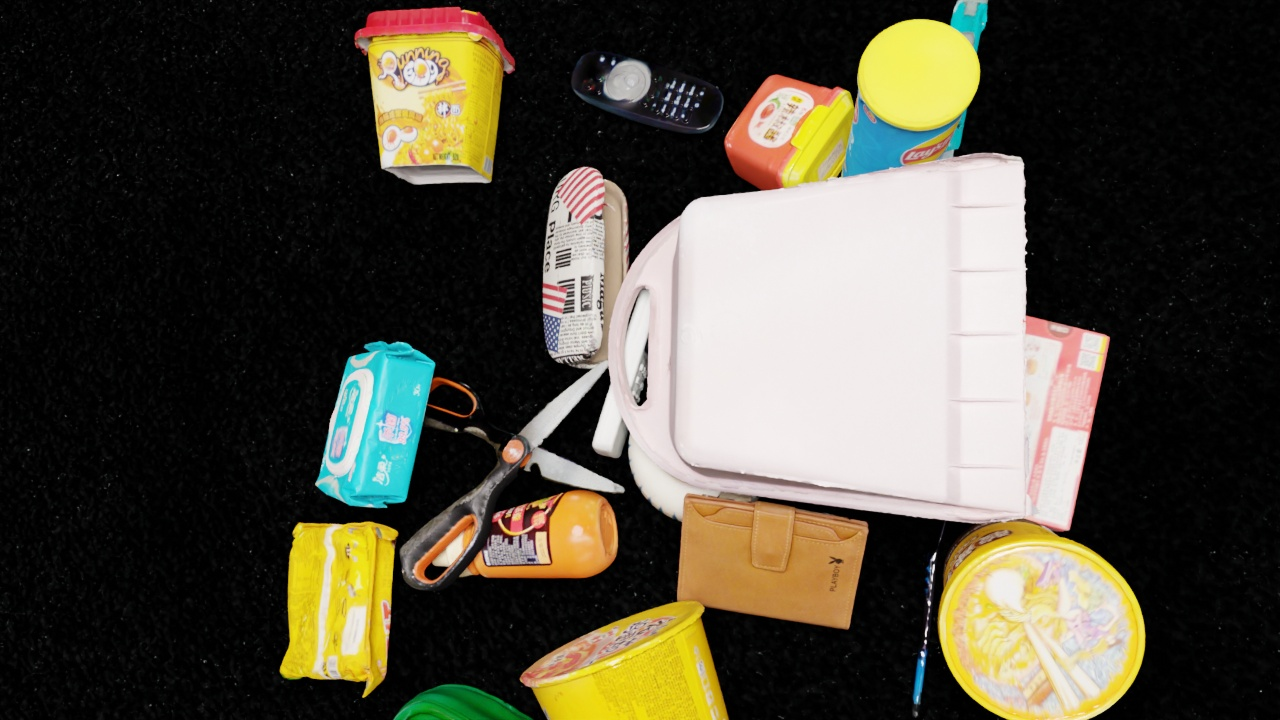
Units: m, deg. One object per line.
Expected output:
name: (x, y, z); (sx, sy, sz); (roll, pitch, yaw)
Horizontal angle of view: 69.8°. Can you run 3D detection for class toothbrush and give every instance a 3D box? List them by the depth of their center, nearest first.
toothbrush: (0.214, 0.169, 0.685); (0.016, 0.014, 0.189); (9, 81, 11)

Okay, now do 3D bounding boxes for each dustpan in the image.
dustpan: (0.108, -0.016, 0.617); (0.273, 0.139, 0.222); (4, 85, 5)

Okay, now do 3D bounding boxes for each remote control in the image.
remote control: (-0.004, 0.004, 0.727); (0.021, 0.058, 0.150); (17, 82, 8)
remote control: (0.006, -0.229, 0.791); (0.136, 0.024, 0.053); (21, 84, 13)

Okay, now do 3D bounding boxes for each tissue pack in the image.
tissue pack: (-0.211, 0.049, 0.729); (0.050, 0.093, 0.133); (17, 77, -34)

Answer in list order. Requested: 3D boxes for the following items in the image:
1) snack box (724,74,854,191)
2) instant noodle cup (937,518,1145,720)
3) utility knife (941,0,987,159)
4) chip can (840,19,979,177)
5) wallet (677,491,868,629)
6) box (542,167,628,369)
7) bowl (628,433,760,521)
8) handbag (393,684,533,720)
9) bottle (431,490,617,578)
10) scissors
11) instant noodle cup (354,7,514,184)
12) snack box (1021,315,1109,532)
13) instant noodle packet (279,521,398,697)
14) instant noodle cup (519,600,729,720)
snack box: (0.121, -0.176, 0.739); (0.080, 0.082, 0.091); (32, 83, 26)
instant noodle cup: (0.258, 0.163, 0.617); (0.118, 0.114, 0.118); (1, 95, 13)
utility knife: (0.264, -0.235, 0.760); (0.029, 0.013, 0.166); (11, 80, 12)
chip can: (0.181, -0.153, 0.654); (0.071, 0.210, 0.071); (-2, 78, 7)
wallet: (0.094, 0.146, 0.672); (0.132, 0.031, 0.108); (8, 122, 9)
box: (-0.052, -0.077, 0.739); (0.075, 0.082, 0.163); (-1, 81, 15)
bowl: (0.045, 0.066, 0.703); (0.116, 0.066, 0.116); (-2, 79, 8)
handbag: (-0.135, 0.314, 0.683); (0.131, 0.068, 0.120); (26, 90, 11)
bottle: (-0.095, 0.141, 0.714); (0.150, 0.066, 0.066); (-11, 77, 14)
scissors: (-0.114, 0.078, 0.706); (0.234, 0.021, 0.220); (24, 79, 34)
instant noodle cup: (-0.171, -0.218, 0.776); (0.116, 0.116, 0.123); (0, 90, 8)
snack box: (0.297, 0.046, 0.691); (0.075, 0.025, 0.152); (14, 81, 11)
instant noodle packet: (-0.235, 0.192, 0.719); (0.111, 0.044, 0.128); (-7, 75, 33)
instant noodle cup: (0.000, 0.246, 0.645); (0.138, 0.138, 0.109); (-21, 85, 3)
